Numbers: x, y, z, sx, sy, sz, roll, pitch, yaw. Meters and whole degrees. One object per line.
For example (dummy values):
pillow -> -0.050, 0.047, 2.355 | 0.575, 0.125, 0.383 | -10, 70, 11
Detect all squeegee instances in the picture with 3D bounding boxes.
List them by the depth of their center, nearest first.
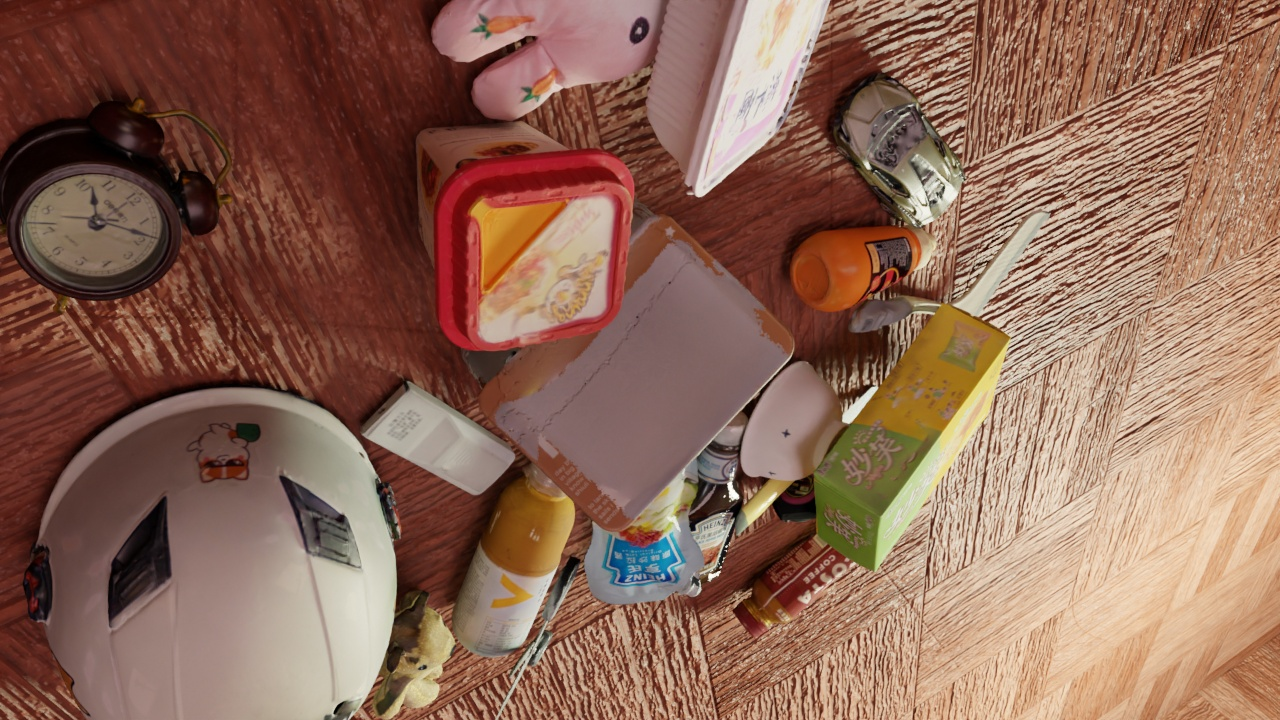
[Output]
squeegee -> 0.244, -0.044, 0.838 | 0.246, 0.039, 0.247 | -6, 132, -48

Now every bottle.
bottle -> -0.100, 0.159, 0.757 | 0.068, 0.068, 0.190 | 5, 120, -36
bottle -> 0.197, -0.086, 0.778 | 0.149, 0.067, 0.067 | -17, 131, -31
bottle -> 0.062, 0.131, 0.863 | 0.079, 0.044, 0.195 | -10, 127, -34
bottle -> 0.180, 0.235, 1.012 | 0.175, 0.057, 0.057 | -39, 136, -1

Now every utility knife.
utility knife -> 0.168, 0.093, 0.900 | 0.216, 0.022, 0.031 | -37, 136, -14

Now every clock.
clock -> -0.268, -0.083, 0.467 | 0.122, 0.055, 0.082 | -37, 135, -7

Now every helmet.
helmet -> -0.259, 0.169, 0.595 | 0.229, 0.157, 0.275 | -8, 127, -30

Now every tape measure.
tape measure -> 0.157, 0.133, 0.917 | 0.057, 0.057, 0.039 | -9, 139, 13

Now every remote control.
remote control -> -0.146, 0.061, 0.683 | 0.049, 0.024, 0.125 | -46, 135, 4

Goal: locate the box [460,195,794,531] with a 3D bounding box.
box -> -0.003, 0.004, 0.627 | 0.182, 0.174, 0.152 | -44, 137, 4

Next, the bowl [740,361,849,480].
bowl -> 0.151, 0.067, 0.831 | 0.118, 0.065, 0.118 | -35, 140, -36

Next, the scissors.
scissors -> -0.092, 0.248, 0.804 | 0.179, 0.014, 0.159 | 71, 43, -83

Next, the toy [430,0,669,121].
toy -> -0.039, -0.204, 0.532 | 0.159, 0.054, 0.121 | -35, 144, 2

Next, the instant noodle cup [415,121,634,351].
instant noodle cup -> -0.078, -0.082, 0.545 | 0.116, 0.124, 0.116 | -12, 128, -27

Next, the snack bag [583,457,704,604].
snack bag -> 0.000, 0.150, 0.815 | 0.110, 0.038, 0.191 | -7, 125, -2

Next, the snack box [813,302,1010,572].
snack box -> 0.246, 0.074, 0.841 | 0.209, 0.070, 0.158 | -49, 153, -16

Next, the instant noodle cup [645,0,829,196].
instant noodle cup -> 0.061, -0.201, 0.554 | 0.137, 0.060, 0.174 | -45, 162, -40

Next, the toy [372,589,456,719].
toy -> -0.182, 0.243, 0.746 | 0.066, 0.105, 0.158 | 15, 146, 0

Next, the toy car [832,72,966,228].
toy car -> 0.209, -0.165, 0.737 | 0.158, 0.042, 0.070 | 32, 102, -42
